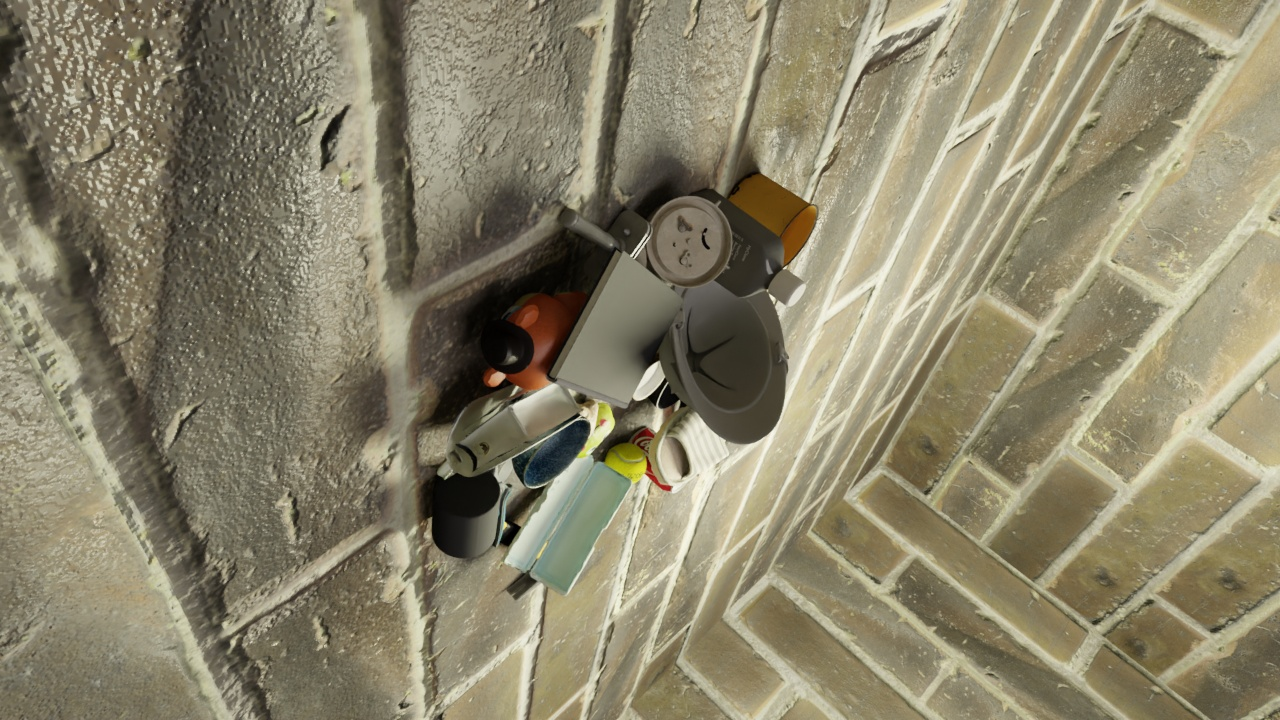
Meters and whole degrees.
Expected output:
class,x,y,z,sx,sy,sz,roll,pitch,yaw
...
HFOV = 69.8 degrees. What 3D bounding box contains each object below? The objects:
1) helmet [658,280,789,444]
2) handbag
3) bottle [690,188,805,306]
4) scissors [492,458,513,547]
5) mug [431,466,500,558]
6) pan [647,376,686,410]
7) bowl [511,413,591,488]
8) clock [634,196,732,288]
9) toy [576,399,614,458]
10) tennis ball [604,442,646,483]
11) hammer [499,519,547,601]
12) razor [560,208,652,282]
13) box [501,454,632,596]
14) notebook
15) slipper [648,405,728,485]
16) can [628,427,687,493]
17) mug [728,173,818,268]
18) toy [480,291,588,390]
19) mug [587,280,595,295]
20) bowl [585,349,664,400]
class,x,y,z,sx,sy,sz,roll,pitch,yaw
helmet,0.085,-0.002,1.185,0.183,0.270,0.118,17,148,-27
handbag,-0.168,0.081,1.030,0.176,0.074,0.151,-31,179,25
bottle,0.124,-0.128,1.118,0.046,0.174,0.084,-26,147,-45
scissors,-0.198,0.195,1.198,0.124,0.019,0.156,-35,135,-20
mug,-0.204,0.169,1.111,0.088,0.078,0.113,105,6,-45
pan,0.072,0.023,1.419,0.203,0.044,0.357,-40,164,-26
bowl,-0.123,0.099,1.159,0.114,0.061,0.114,-39,156,-21
clock,0.028,-0.134,1.063,0.156,0.061,0.103,-12,100,-15
toy,-0.078,0.091,1.252,0.092,0.043,0.118,-47,155,-6
tennis ball,-0.023,0.161,1.432,0.065,0.065,0.065,-40,155,-23
hammer,-0.176,0.274,1.373,0.169,0.034,0.324,-46,156,-6
razor,-0.047,-0.133,0.976,0.088,0.047,0.116,-54,149,8
box,-0.104,0.231,1.331,0.126,0.074,0.197,41,75,-43
notebook,-0.022,-0.027,1.003,0.149,0.016,0.206,-62,158,1
slipper,0.108,0.103,1.448,0.271,0.054,0.114,-37,119,-44
can,0.030,0.161,1.477,0.064,0.105,0.064,-40,155,-23
mug,0.162,-0.176,1.219,0.100,0.094,0.124,-15,137,-56
toy,-0.105,-0.020,0.968,0.112,0.096,0.175,-57,176,17
mug,-0.041,-0.060,1.076,0.107,0.071,0.089,-25,154,9
bowl,-0.007,0.007,1.228,0.145,0.063,0.145,-41,156,-22
